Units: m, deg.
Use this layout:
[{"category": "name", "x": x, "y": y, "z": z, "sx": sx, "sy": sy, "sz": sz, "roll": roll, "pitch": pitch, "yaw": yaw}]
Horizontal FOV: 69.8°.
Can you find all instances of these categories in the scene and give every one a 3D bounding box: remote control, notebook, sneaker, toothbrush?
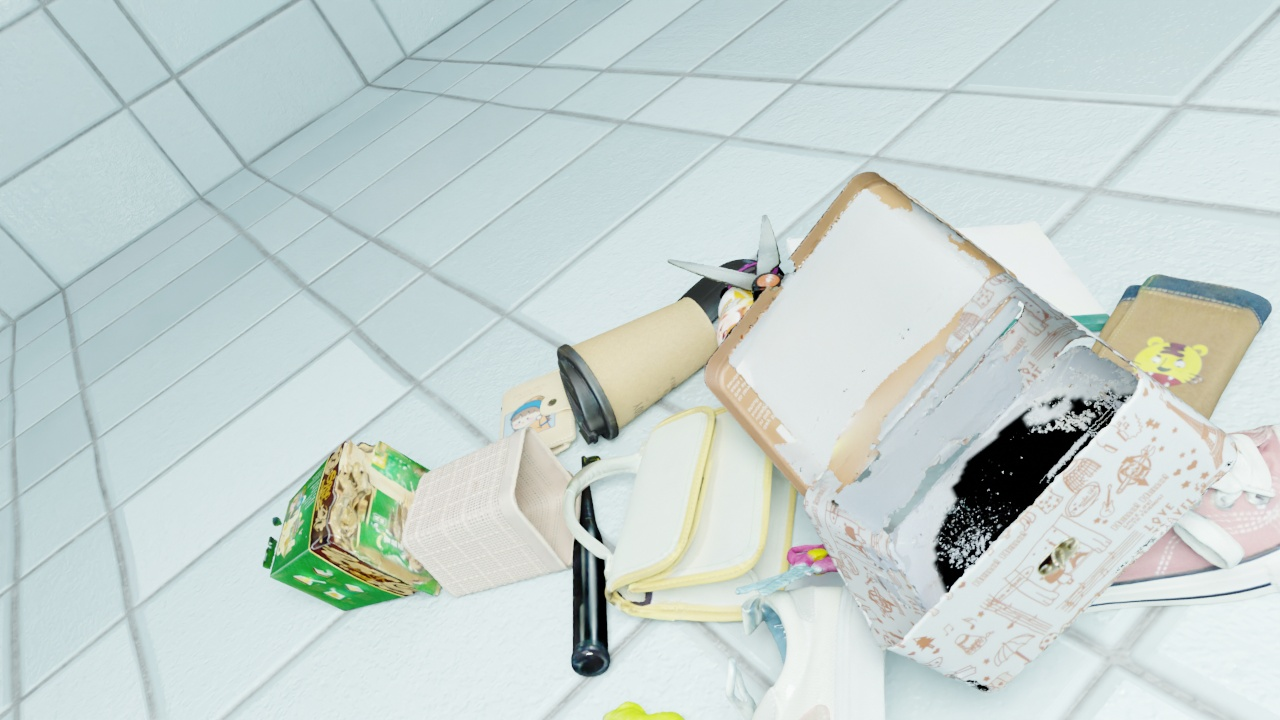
[{"category": "remote control", "x": 0.065, "y": -0.061, "z": 0.890, "sx": 0.136, "sy": 0.024, "sz": 0.053, "roll": -42, "pitch": 36, "yaw": -18}, {"category": "notebook", "x": 0.229, "y": -0.063, "z": 0.708, "sx": 0.209, "sy": 0.012, "sz": 0.150, "roll": -3, "pitch": 36, "yaw": 0}, {"category": "sneaker", "x": 0.078, "y": 0.210, "z": 0.456, "sx": 0.091, "sy": 0.090, "sz": 0.241, "roll": -1, "pitch": 37, "yaw": 14}, {"category": "toothbrush", "x": -0.038, "y": 0.143, "z": 0.698, "sx": 0.027, "sy": 0.026, "sz": 0.212, "roll": -12, "pitch": 35, "yaw": 5}, {"category": "sneaker", "x": 0.271, "y": 0.075, "z": 0.493, "sx": 0.241, "sy": 0.088, "sz": 0.118, "roll": -19, "pitch": 34, "yaw": 18}]

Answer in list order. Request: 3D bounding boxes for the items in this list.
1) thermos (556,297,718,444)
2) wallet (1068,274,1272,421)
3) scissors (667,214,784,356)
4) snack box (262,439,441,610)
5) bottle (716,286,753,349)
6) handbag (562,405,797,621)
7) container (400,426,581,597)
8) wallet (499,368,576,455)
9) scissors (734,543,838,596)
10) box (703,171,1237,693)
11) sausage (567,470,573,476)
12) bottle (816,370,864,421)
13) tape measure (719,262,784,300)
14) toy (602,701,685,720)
[{"category": "thermos", "x": -0.005, "y": 0.005, "z": 0.807, "sx": 0.143, "sy": 0.093, "sz": 0.093, "roll": -29, "pitch": 32, "yaw": -14}, {"category": "wallet", "x": 0.340, "y": -0.004, "z": 0.599, "sx": 0.090, "sy": 0.033, "sz": 0.115, "roll": 17, "pitch": 59, "yaw": 47}, {"category": "scissors", "x": 0.115, "y": -0.052, "z": 0.740, "sx": 0.221, "sy": 0.022, "sz": 0.233, "roll": 4, "pitch": 45, "yaw": 18}, {"category": "snack box", "x": -0.240, "y": 0.147, "z": 0.776, "sx": 0.106, "sy": 0.117, "sz": 0.118, "roll": -31, "pitch": 39, "yaw": 26}, {"category": "bottle", "x": 0.095, "y": -0.018, "z": 0.774, "sx": 0.063, "sy": 0.063, "sz": 0.108, "roll": -16, "pitch": 35, "yaw": 20}, {"category": "handbag", "x": 0.017, "y": 0.104, "z": 0.662, "sx": 0.179, "sy": 0.063, "sz": 0.163, "roll": -8, "pitch": 38, "yaw": 22}, {"category": "container", "x": -0.119, "y": 0.124, "z": 0.730, "sx": 0.111, "sy": 0.090, "sz": 0.090, "roll": -21, "pitch": 34, "yaw": 18}, {"category": "wallet", "x": -0.095, "y": 0.055, "z": 0.863, "sx": 0.087, "sy": 0.024, "sz": 0.115, "roll": -27, "pitch": 32, "yaw": 14}, {"category": "scissors", "x": 0.105, "y": 0.126, "z": 0.546, "sx": 0.073, "sy": 0.017, "sz": 0.137, "roll": -4, "pitch": -2, "yaw": 29}, {"category": "box", "x": 0.155, "y": 0.021, "z": 0.518, "sx": 0.179, "sy": 0.110, "sz": 0.259, "roll": -53, "pitch": 27, "yaw": 16}, {"category": "sausage", "x": -0.119, "y": 0.112, "z": 0.807, "sx": 0.156, "sy": 0.020, "sz": 0.020, "roll": -11, "pitch": 37, "yaw": 26}, {"category": "bottle", "x": 0.159, "y": -0.012, "z": 0.736, "sx": 0.080, "sy": 0.044, "sz": 0.194, "roll": -6, "pitch": 41, "yaw": 21}, {"category": "tape measure", "x": 0.108, "y": -0.065, "z": 0.847, "sx": 0.057, "sy": 0.039, "sz": 0.057, "roll": -36, "pitch": 33, "yaw": -10}, {"category": "toy", "x": -0.018, "y": 0.247, "z": 0.539, "sx": 0.097, "sy": 0.031, "sz": 0.099, "roll": -1, "pitch": 42, "yaw": 34}]
